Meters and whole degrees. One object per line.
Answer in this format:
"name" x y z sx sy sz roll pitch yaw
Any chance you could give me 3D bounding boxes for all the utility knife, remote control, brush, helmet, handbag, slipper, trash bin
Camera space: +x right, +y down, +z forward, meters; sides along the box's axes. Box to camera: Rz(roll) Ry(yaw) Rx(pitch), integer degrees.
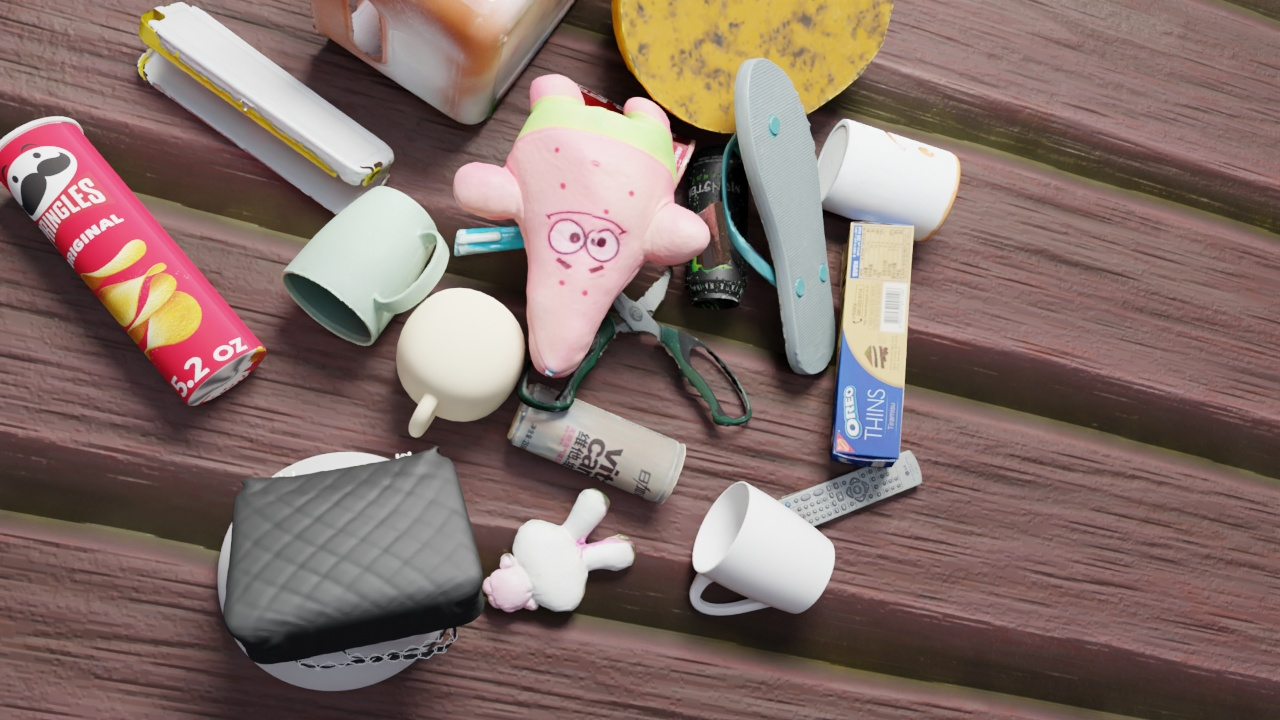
"utility knife" -0.069 -0.105 0.777 0.176 0.015 0.022 -5 82 -12
"remote control" 0.182 0.114 0.796 0.136 0.013 0.033 -18 84 -15
"brush" 0.042 -0.091 0.734 0.008 0.143 0.045 -9 91 -14
"helmet" 0.072 -0.306 0.783 0.255 0.131 0.205 -20 116 -21
"handbag" -0.187 0.132 0.617 0.153 0.115 0.125 -10 59 -11
"slipper" 0.115 -0.117 0.770 0.098 0.055 0.269 -37 119 -41
"trash bin" -0.122 -0.337 0.723 0.157 0.182 0.259 35 74 -6

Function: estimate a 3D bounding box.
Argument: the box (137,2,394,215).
"box" -0.295 -0.201 0.729 0.210 0.070 0.067 35 55 -5

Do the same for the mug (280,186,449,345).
"mug" -0.197 -0.073 0.700 0.111 0.084 0.103 16 60 31

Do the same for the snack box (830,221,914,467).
"snack box" 0.198 -0.013 0.793 0.057 0.056 0.206 5 79 10

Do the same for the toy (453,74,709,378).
"toy" -0.045 -0.102 0.684 0.192 0.097 0.236 11 79 -2

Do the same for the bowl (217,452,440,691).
"bowl" -0.220 0.154 0.672 0.176 0.066 0.176 2 80 -12

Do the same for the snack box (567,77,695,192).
"snack box" -0.023 -0.179 0.772 0.121 0.072 0.072 26 76 -7

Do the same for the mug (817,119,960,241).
"mug" 0.216 -0.160 0.816 0.105 0.082 0.082 16 77 -8

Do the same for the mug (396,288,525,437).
"mug" -0.142 0.004 0.698 0.096 0.100 0.120 30 75 -6

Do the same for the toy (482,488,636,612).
"toy" -0.066 0.156 0.722 0.122 0.038 0.079 -28 99 -16

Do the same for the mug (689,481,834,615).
"mug" 0.091 0.167 0.742 0.087 0.080 0.114 30 106 -12

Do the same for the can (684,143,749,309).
"can" 0.066 -0.115 0.789 0.054 0.054 0.137 4 79 -12

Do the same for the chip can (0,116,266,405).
"chip can" -0.375 -0.071 0.676 0.069 0.069 0.220 -40 91 -16

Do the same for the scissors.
"scissors" -0.004 0.004 0.745 0.201 0.015 0.202 49 54 -3

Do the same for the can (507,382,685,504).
"can" -0.035 0.066 0.735 0.135 0.054 0.054 24 76 -8
